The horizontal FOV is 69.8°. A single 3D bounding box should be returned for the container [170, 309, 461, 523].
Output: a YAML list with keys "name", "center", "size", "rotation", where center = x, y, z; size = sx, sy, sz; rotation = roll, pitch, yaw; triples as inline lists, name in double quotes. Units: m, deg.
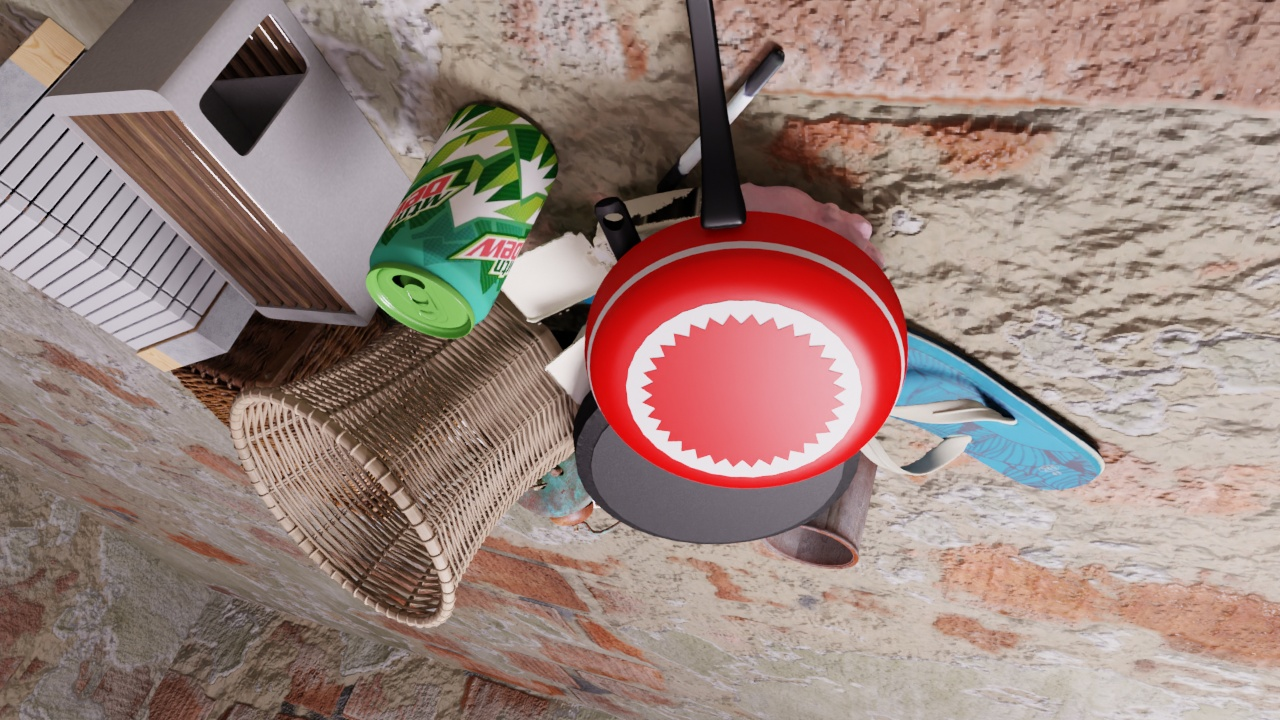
- name: "container"
  center: [-0.336, 0.024, 0.927]
  size: [0.250, 0.161, 0.183]
  rotation: [10, 145, 36]

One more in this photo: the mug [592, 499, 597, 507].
- name: "mug"
  center: [-0.053, 0.118, 1.007]
  size: [0.115, 0.068, 0.094]
  rotation: [21, 151, 0]

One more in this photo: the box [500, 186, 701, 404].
- name: "box"
  center: [0.002, -0.044, 0.672]
  size: [0.186, 0.065, 0.145]
  rotation: [-25, 135, 16]

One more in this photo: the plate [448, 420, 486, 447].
- name: "plate"
  center: [-0.229, 0.064, 1.086]
  size: [0.189, 0.016, 0.189]
  rotation: [16, 151, 9]

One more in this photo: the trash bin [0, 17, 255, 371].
- name: "trash bin"
  center: [-0.449, -0.125, 0.779]
  size: [0.143, 0.142, 0.247]
  rotation: [-10, 139, 43]

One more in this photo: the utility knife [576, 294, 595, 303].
- name: "utility knife"
  center: [0.028, -0.055, 0.718]
  size: [0.196, 0.015, 0.031]
  rotation: [3, 149, 25]

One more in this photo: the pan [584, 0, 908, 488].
- name: "pan"
  center: [0.054, -0.055, 0.552]
  size: [0.209, 0.067, 0.357]
  rotation: [-4, 128, 11]

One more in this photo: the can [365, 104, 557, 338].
- name: "can"
  center: [-0.118, -0.093, 0.614]
  size: [0.083, 0.143, 0.083]
  rotation: [16, 151, 9]

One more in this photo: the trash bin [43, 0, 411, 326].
- name: "trash bin"
  center: [-0.274, -0.142, 0.665]
  size: [0.115, 0.114, 0.229]
  rotation: [6, 148, 26]

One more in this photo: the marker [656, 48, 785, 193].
- name: "marker"
  center: [0.045, -0.141, 0.565]
  size: [0.011, 0.011, 0.152]
  rotation: [28, 150, -13]

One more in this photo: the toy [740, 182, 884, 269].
- name: "toy"
  center: [0.108, -0.075, 0.594]
  size: [0.093, 0.050, 0.102]
  rotation: [-3, 138, 35]

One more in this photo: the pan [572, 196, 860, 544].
- name: "pan"
  center: [0.037, 0.029, 0.675]
  size: [0.226, 0.034, 0.357]
  rotation: [-13, 133, 15]

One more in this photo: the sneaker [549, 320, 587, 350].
- name: "sneaker"
  center: [-0.005, 0.005, 0.782]
  size: [0.242, 0.088, 0.102]
  rotation: [5, 134, 28]

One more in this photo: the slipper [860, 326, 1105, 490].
- name: "slipper"
  center: [0.228, 0.045, 0.713]
  size: [0.295, 0.060, 0.118]
  rotation: [27, 147, -9]

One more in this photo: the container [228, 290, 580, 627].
- name: "container"
  center: [-0.174, 0.064, 0.746]
  size: [0.227, 0.195, 0.227]
  rotation: [24, 137, 25]

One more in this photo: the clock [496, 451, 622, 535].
- name: "clock"
  center: [-0.072, 0.105, 0.914]
  size: [0.121, 0.073, 0.157]
  rotation: [-39, 87, 19]

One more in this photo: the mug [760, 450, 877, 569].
- name: "mug"
  center: [0.168, 0.133, 0.851]
  size: [0.096, 0.110, 0.123]
  rotation: [15, 151, 21]
